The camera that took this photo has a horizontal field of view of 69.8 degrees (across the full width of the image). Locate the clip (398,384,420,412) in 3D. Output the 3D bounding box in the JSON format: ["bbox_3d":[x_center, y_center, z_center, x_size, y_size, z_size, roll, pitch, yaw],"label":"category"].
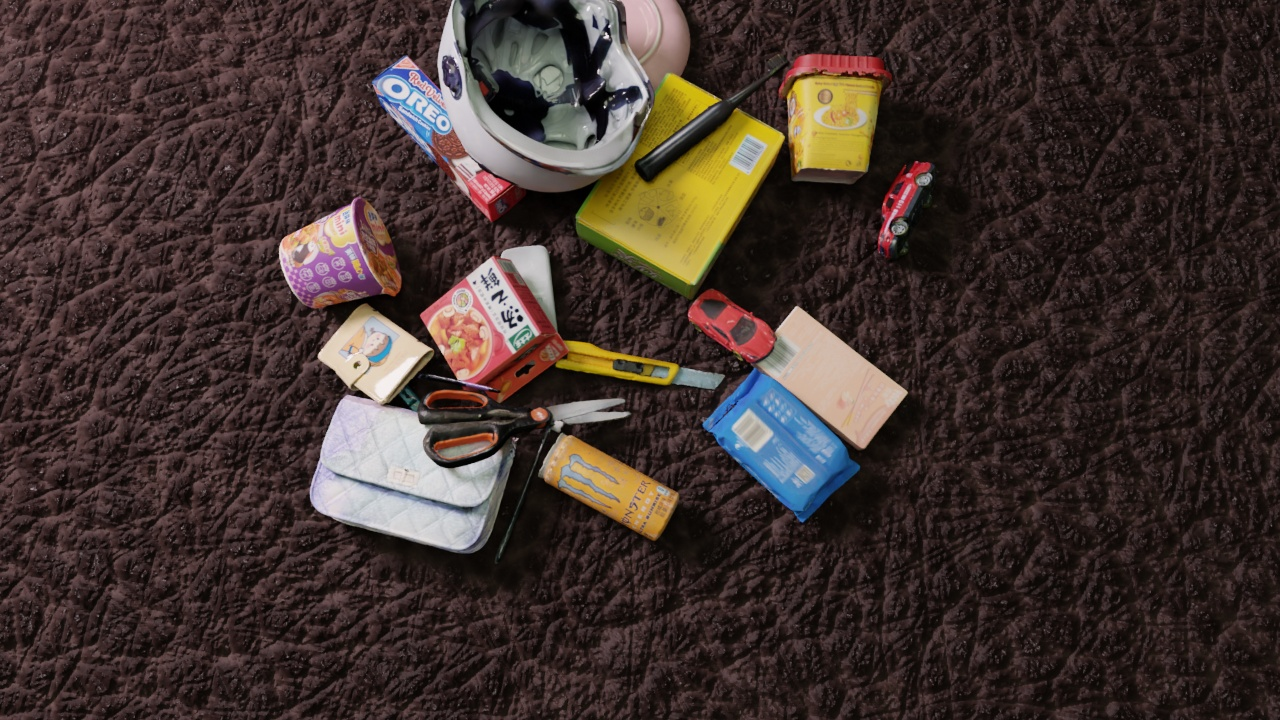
[{"bbox_3d":[-0.254,0.044,1.020,0.014,0.040,0.056,-42,86,-6],"label":"clip"}]

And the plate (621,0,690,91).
[{"bbox_3d":[-0.036,-0.391,1.099,0.192,0.039,0.192,0,79,0],"label":"plate"}]

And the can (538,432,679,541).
[{"bbox_3d":[-0.033,0.135,0.985,0.146,0.058,0.058,28,80,5],"label":"can"}]

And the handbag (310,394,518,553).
[{"bbox_3d":[-0.241,0.122,0.977,0.194,0.076,0.134,14,73,1],"label":"handbag"}]

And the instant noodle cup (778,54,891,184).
[{"bbox_3d":[0.218,-0.271,1.047,0.116,0.116,0.123,4,90,0],"label":"instant noodle cup"}]

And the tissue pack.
[{"bbox_3d":[0.153,0.092,0.998,0.157,0.052,0.095,44,84,8],"label":"tissue pack"}]

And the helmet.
[{"bbox_3d":[-0.117,-0.284,0.992,0.228,0.146,0.258,-3,74,-31],"label":"helmet"}]

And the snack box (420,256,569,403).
[{"bbox_3d":[-0.161,-0.030,1.005,0.113,0.044,0.127,-36,80,16],"label":"snack box"}]

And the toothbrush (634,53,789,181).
[{"bbox_3d":[0.082,-0.271,1.011,0.212,0.026,0.027,-40,86,-8],"label":"toothbrush"}]

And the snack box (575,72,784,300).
[{"bbox_3d":[0.044,-0.198,1.046,0.158,0.070,0.210,30,80,5],"label":"snack box"}]

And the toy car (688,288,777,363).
[{"bbox_3d":[0.103,-0.039,1.025,0.106,0.031,0.049,38,81,23],"label":"toy car"}]

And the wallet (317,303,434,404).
[{"bbox_3d":[-0.294,-0.005,1.009,0.115,0.024,0.087,32,70,25],"label":"wallet"}]

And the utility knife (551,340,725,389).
[{"bbox_3d":[-0.006,0.006,1.025,0.206,0.015,0.033,10,85,-6],"label":"utility knife"}]

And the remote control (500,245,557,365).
[{"bbox_3d":[-0.125,-0.063,1.042,0.056,0.020,0.136,-7,81,-1],"label":"remote control"}]

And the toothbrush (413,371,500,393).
[{"bbox_3d":[-0.236,0.019,1.002,0.189,0.014,0.016,11,68,20],"label":"toothbrush"}]

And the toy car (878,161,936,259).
[{"bbox_3d":[0.301,-0.173,1.053,0.045,0.053,0.120,20,72,25],"label":"toy car"}]

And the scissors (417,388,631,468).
[{"bbox_3d":[-0.127,0.050,0.986,0.233,0.022,0.162,-26,55,-33],"label":"scissors"}]

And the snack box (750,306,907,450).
[{"bbox_3d":[0.210,0.020,1.026,0.157,0.026,0.084,39,81,7],"label":"snack box"}]

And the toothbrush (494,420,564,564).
[{"bbox_3d":[-0.122,0.138,1.006,0.018,0.016,0.181,24,79,-5],"label":"toothbrush"}]

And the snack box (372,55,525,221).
[{"bbox_3d":[-0.221,-0.257,1.063,0.057,0.058,0.207,-42,82,-11],"label":"snack box"}]

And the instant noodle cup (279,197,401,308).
[{"bbox_3d":[-0.333,-0.112,1.012,0.099,0.111,0.111,-18,79,3],"label":"instant noodle cup"}]
